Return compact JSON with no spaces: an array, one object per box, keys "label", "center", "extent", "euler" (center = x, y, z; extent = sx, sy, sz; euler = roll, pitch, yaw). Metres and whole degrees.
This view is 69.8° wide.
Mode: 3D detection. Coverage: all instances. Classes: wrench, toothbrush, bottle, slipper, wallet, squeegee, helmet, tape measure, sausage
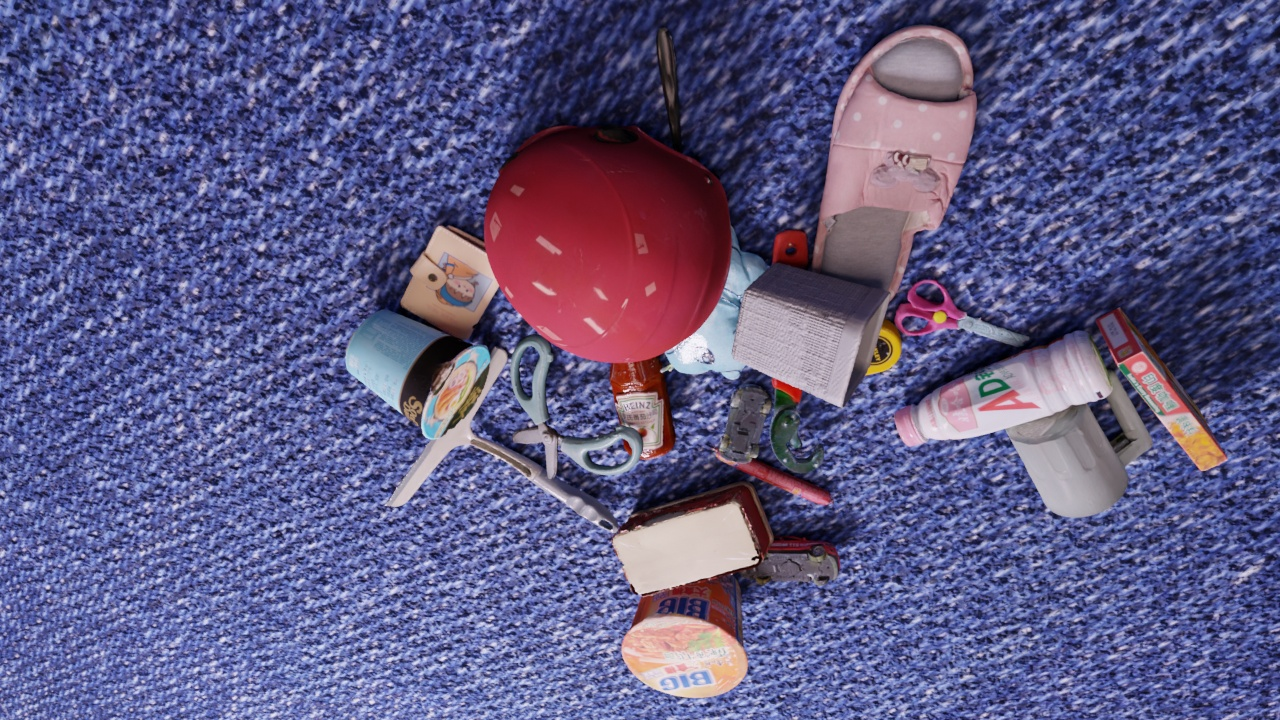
[{"label":"wrench","center":[0.153,-0.001,0.923],"extent":[0.056,0.016,0.274],"euler":[-6,117,4]},{"label":"toothbrush","center":[0.031,-0.205,0.820],"extent":[0.016,0.018,0.181],"euler":[0,123,15]},{"label":"bottle","center":[0.349,0.036,0.898],"extent":[0.197,0.068,0.068],"euler":[-25,117,28]},{"label":"slipper","center":[0.212,-0.151,0.799],"extent":[0.114,0.054,0.275],"euler":[12,127,3]},{"label":"wallet","center":[-0.193,-0.082,0.946],"extent":[0.087,0.024,0.115],"euler":[27,127,-15]},{"label":"bottle","center":[-0.006,0.006,0.949],"extent":[0.060,0.059,0.206],"euler":[-4,118,14]},{"label":"squeegee","center":[-0.128,0.132,1.073],"extent":[0.246,0.039,0.247],"euler":[32,110,-14]},{"label":"helmet","center":[-0.045,-0.097,0.809],"extent":[0.240,0.143,0.207],"euler":[25,117,7]},{"label":"tape measure","center":[0.228,-0.017,0.906],"extent":[0.057,0.028,0.060],"euler":[-14,121,21]},{"label":"sausage","center":[0.149,0.130,1.030],"extent":[0.156,0.020,0.020],"euler":[24,125,-6]}]

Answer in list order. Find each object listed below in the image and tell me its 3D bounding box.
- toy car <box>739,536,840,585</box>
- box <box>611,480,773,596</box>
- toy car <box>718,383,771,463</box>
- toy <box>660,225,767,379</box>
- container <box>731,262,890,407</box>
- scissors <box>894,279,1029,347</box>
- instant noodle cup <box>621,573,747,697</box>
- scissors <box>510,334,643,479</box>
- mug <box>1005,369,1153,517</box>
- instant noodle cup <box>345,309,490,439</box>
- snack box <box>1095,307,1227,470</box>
[{"label":"toy car","center":[0.174,0.232,1.081],"extent":[0.121,0.045,0.053],"euler":[0,126,18]},{"label":"box","center":[0.056,0.206,1.049],"extent":[0.169,0.079,0.091],"euler":[-21,94,22]},{"label":"toy car","center":[0.111,0.067,0.984],"extent":[0.043,0.034,0.091],"euler":[12,112,0]},{"label":"toy","center":[0.063,-0.050,0.902],"extent":[0.161,0.049,0.157],"euler":[43,117,-16]},{"label":"container","center":[0.152,-0.028,0.836],"extent":[0.114,0.090,0.090],"euler":[21,123,21]},{"label":"scissors","center":[0.314,-0.040,0.883],"extent":[0.135,0.017,0.063],"euler":[14,114,-5]},{"label":"instant noodle cup","center":[0.059,0.320,1.124],"extent":[0.151,0.111,0.152],"euler":[5,125,7]},{"label":"scissors","center":[-0.077,0.053,0.972],"extent":[0.174,0.019,0.170],"euler":[1,112,32]},{"label":"mug","center":[0.438,0.079,0.911],"extent":[0.124,0.083,0.103],"euler":[-38,112,1]},{"label":"instant noodle cup","center":[-0.238,0.005,0.959],"extent":[0.120,0.111,0.111],"euler":[29,127,15]},{"label":"snack box","center":[0.486,0.027,0.857],"extent":[0.027,0.076,0.156],"euler":[-36,112,29]}]
